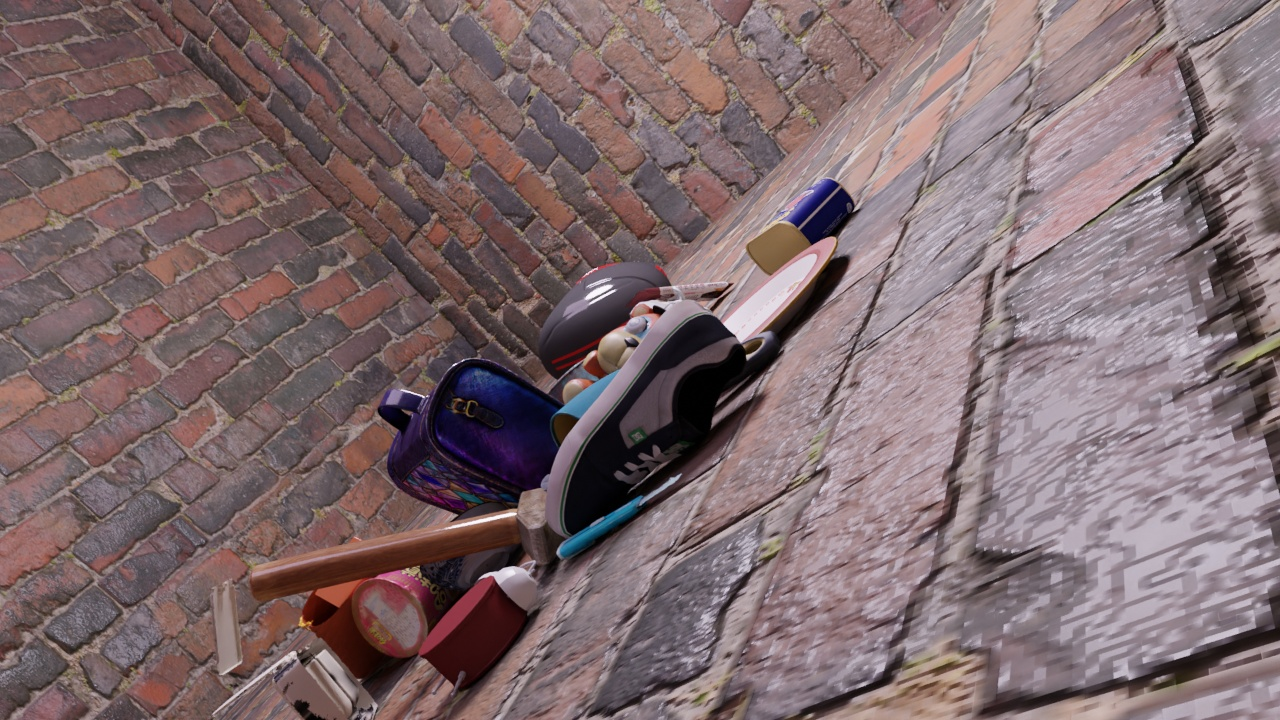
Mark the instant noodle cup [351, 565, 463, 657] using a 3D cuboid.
[{"bbox_3d":[-0.254,0.264,1.038,0.098,0.097,0.108,-41,-1,26],"label":"instant noodle cup"}]

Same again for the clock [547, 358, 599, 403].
[{"bbox_3d":[-0.072,0.064,1.257,0.121,0.073,0.158,-44,-12,-8],"label":"clock"}]

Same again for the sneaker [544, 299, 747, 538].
[{"bbox_3d":[0.004,0.067,0.769,0.084,0.079,0.235,18,-70,-52],"label":"sneaker"}]

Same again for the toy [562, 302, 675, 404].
[{"bbox_3d":[-0.006,0.007,1.079,0.175,0.112,0.096,-48,-30,-20],"label":"toy"}]

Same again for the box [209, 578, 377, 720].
[{"bbox_3d":[-0.353,0.303,0.858,0.106,0.193,0.144,-40,-2,-15],"label":"box"}]

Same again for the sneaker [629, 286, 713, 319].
[{"bbox_3d":[0.042,-0.057,1.236,0.090,0.089,0.242,-39,5,-5],"label":"sneaker"}]

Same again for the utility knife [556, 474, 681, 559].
[{"bbox_3d":[-0.017,0.126,0.745,0.152,0.015,0.022,-38,8,32],"label":"utility knife"}]

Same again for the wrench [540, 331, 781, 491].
[{"bbox_3d":[0.011,0.051,0.842,0.274,0.022,0.073,-33,43,22],"label":"wrench"}]

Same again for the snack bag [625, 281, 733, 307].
[{"bbox_3d":[0.058,-0.095,1.346,0.157,0.013,0.057,-7,-16,-26],"label":"snack bag"}]

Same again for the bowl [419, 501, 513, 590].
[{"bbox_3d":[-0.175,0.208,0.978,0.114,0.045,0.114,-35,-29,-23],"label":"bowl"}]

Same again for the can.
[{"bbox_3d":[0.191,-0.159,1.098,0.092,0.056,0.116,-45,6,-20],"label":"can"}]

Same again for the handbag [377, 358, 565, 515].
[{"bbox_3d":[-0.199,0.096,1.068,0.205,0.222,0.125,-35,30,58],"label":"handbag"}]

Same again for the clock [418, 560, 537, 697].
[{"bbox_3d":[-0.128,0.211,0.744,0.124,0.044,0.087,-48,7,-30],"label":"clock"}]

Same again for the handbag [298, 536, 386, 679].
[{"bbox_3d":[-0.334,0.295,1.079,0.108,0.060,0.172,-57,-21,-31],"label":"handbag"}]

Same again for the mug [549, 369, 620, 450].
[{"bbox_3d":[-0.020,0.061,0.954,0.112,0.084,0.104,5,36,43],"label":"mug"}]

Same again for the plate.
[{"bbox_3d":[0.116,-0.038,0.931,0.230,0.021,0.229,-44,6,6],"label":"plate"}]

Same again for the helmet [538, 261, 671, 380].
[{"bbox_3d":[-0.044,-0.062,1.483,0.264,0.164,0.170,-35,16,-8],"label":"helmet"}]

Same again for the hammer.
[{"bbox_3d":[-0.219,0.181,0.867,0.301,0.037,0.158,-12,5,-3],"label":"hammer"}]
